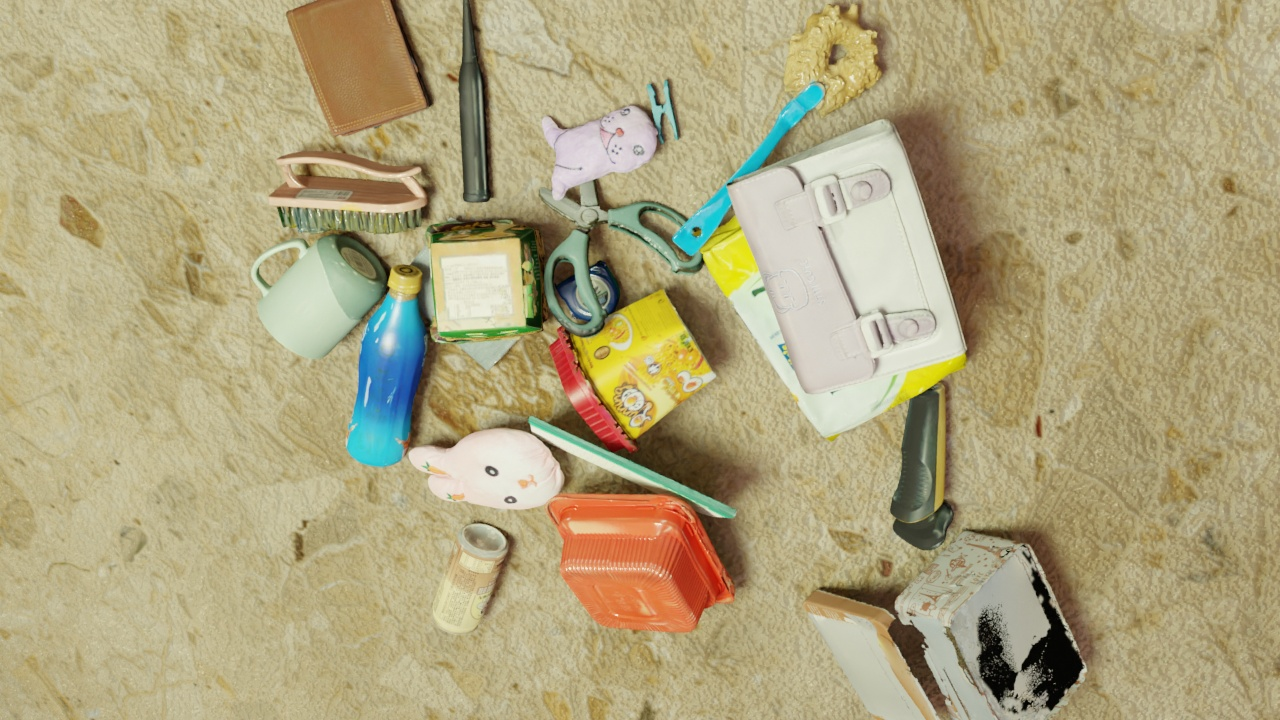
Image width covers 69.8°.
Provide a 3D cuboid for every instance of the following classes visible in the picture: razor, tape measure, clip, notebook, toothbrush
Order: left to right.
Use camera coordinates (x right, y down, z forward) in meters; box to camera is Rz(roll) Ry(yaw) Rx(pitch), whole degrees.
[{"bbox_3d":[-0.156,-0.255,0.854,0.027,0.026,0.213,-8,111,-26],"label":"toothbrush"},{"bbox_3d":[-0.048,-0.066,0.905,0.058,0.025,0.054,-25,106,20],"label":"tape measure"},{"bbox_3d":[-0.013,0.107,0.905,0.209,0.150,0.012,25,80,0],"label":"notebook"},{"bbox_3d":[0.021,-0.228,0.843,0.045,0.014,0.057,-12,106,10],"label":"clip"},{"bbox_3d":[0.283,0.103,0.909,0.067,0.062,0.167,-6,105,-22],"label":"razor"}]

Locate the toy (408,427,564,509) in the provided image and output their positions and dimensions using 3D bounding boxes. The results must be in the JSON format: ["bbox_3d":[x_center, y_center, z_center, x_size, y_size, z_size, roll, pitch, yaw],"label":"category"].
[{"bbox_3d":[-0.162,0.117,0.965,0.160,0.054,0.121,-7,134,19],"label":"toy"}]

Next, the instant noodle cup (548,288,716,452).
[{"bbox_3d":[-0.005,0.005,0.874,0.124,0.116,0.116,-31,129,5],"label":"instant noodle cup"}]

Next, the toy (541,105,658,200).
[{"bbox_3d":[-0.036,-0.200,0.848,0.108,0.039,0.083,-15,79,12],"label":"toy"}]

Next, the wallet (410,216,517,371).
[{"bbox_3d":[-0.169,-0.066,0.916,0.129,0.037,0.107,42,110,-8],"label":"wallet"}]

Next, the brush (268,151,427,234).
[{"bbox_3d":[-0.277,-0.162,0.883,0.146,0.063,0.073,5,120,6],"label":"brush"}]

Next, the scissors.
[{"bbox_3d":[-0.033,-0.093,0.855,0.170,0.019,0.181,27,75,-3],"label":"scissors"}]

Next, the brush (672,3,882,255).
[{"bbox_3d":[0.117,-0.198,0.805,0.083,0.046,0.255,37,98,-13],"label":"brush"}]

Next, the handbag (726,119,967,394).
[{"bbox_3d":[0.170,-0.082,0.763,0.145,0.098,0.197,-19,105,18],"label":"handbag"}]

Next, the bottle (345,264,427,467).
[{"bbox_3d":[-0.251,0.006,0.925,0.065,0.065,0.219,19,119,1],"label":"bottle"}]

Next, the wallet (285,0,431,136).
[{"bbox_3d":[-0.261,-0.281,0.857,0.101,0.032,0.124,-15,107,10],"label":"wallet"}]

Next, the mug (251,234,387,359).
[{"bbox_3d":[-0.321,-0.074,0.905,0.106,0.082,0.111,-41,114,17],"label":"mug"}]

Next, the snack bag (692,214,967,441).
[{"bbox_3d":[0.180,-0.056,0.853,0.158,0.068,0.246,-32,101,16],"label":"snack bag"}]

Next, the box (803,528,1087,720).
[{"bbox_3d":[0.316,0.283,0.952,0.157,0.198,0.181,-37,103,-24],"label":"box"}]

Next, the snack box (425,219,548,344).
[{"bbox_3d":[-0.146,-0.072,0.841,0.117,0.105,0.118,-4,96,-3],"label":"snack box"}]

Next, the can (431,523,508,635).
[{"bbox_3d":[-0.190,0.242,1.017,0.058,0.058,0.116,22,111,0],"label":"can"}]

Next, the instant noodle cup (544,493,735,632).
[{"bbox_3d":[-0.004,0.211,0.929,0.165,0.078,0.189,-5,133,26],"label":"instant noodle cup"}]
